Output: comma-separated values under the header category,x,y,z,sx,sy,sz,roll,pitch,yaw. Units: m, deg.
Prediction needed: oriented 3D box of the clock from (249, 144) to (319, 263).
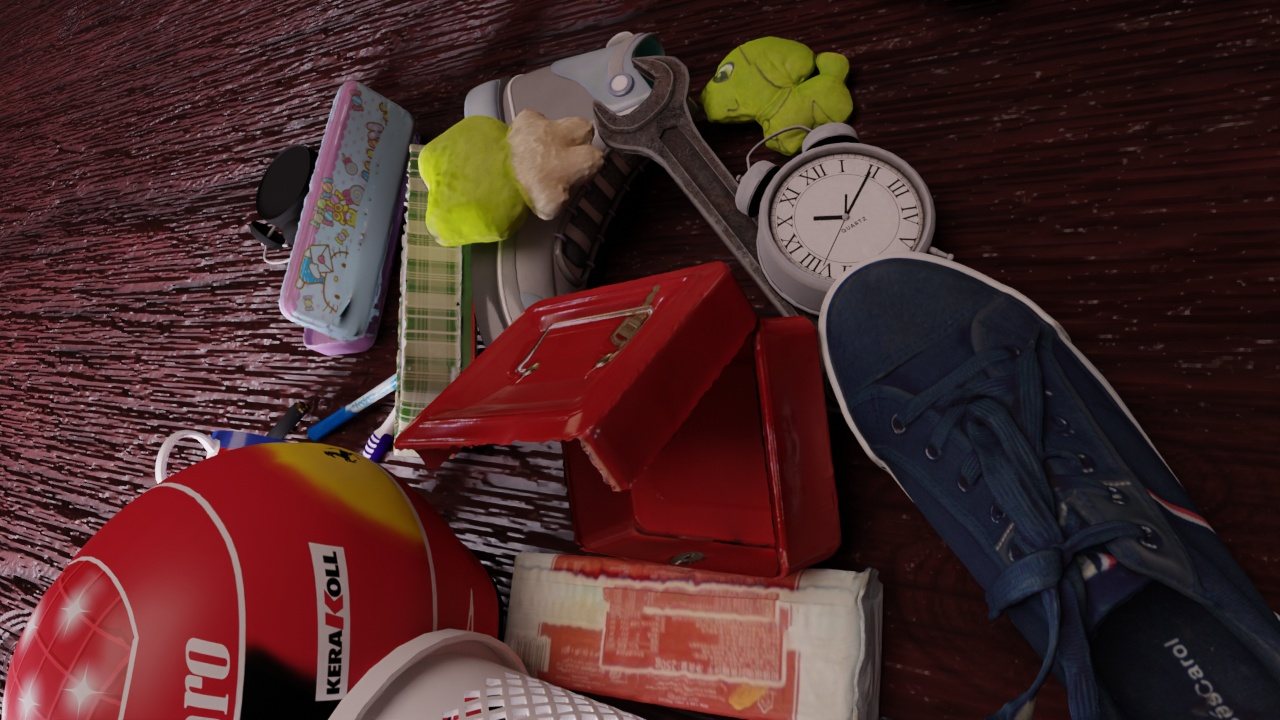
category,x,y,z,sx,sy,sz,roll,pitch,yaw
clock,-0.320,-0.145,0.857,0.091,0.042,0.120,5,75,37

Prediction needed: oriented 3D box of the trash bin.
category,x,y,z,sx,sy,sz,roll,pitch,yaw
trash bin,-0.022,0.236,0.406,0.200,0.195,0.195,3,73,27

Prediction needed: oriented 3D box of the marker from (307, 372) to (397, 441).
category,x,y,z,sx,sy,sz,roll,pitch,yaw
marker,-0.216,0.033,0.718,0.142,0.013,0.013,-28,57,32

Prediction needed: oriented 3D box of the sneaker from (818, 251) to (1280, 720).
category,x,y,z,sx,sy,sz,roll,pitch,yaw
sneaker,0.154,0.060,0.358,0.121,0.127,0.294,-39,59,13

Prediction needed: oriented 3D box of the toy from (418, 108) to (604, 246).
category,x,y,z,sx,sy,sz,roll,pitch,yaw
toy,-0.080,-0.117,0.565,0.118,0.043,0.092,-17,61,8

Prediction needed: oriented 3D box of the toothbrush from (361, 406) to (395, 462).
category,x,y,z,sx,sy,sz,roll,pitch,yaw
toothbrush,-0.201,0.063,0.702,0.015,0.016,0.187,38,96,42

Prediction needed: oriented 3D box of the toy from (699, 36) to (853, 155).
category,x,y,z,sx,sy,sz,roll,pitch,yaw
toy,0.085,-0.170,0.579,0.094,0.036,0.093,-27,61,18

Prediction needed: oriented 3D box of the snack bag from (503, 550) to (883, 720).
category,x,y,z,sx,sy,sz,roll,pitch,yaw
snack bag,0.019,0.146,0.495,0.226,0.041,0.077,-4,70,33

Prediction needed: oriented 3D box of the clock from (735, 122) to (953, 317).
category,x,y,z,sx,sy,sz,roll,pitch,yaw
clock,0.104,-0.080,0.499,0.094,0.035,0.122,-31,68,-5

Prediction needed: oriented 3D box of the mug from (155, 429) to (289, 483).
category,x,y,z,sx,sy,sz,roll,pitch,yaw
mug,-0.321,0.096,0.714,0.075,0.112,0.076,-6,68,39

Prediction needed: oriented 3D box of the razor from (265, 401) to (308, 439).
category,x,y,z,sx,sy,sz,roll,pitch,yaw
razor,-0.335,0.088,0.789,0.043,0.022,0.144,45,97,-4

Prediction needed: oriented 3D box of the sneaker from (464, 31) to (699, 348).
category,x,y,z,sx,sy,sz,roll,pitch,yaw
sneaker,-0.030,-0.103,0.609,0.161,0.093,0.256,-20,62,19

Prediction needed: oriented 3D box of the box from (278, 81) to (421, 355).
category,x,y,z,sx,sy,sz,roll,pitch,yaw
box,-0.252,-0.118,0.764,0.090,0.093,0.214,-4,69,34

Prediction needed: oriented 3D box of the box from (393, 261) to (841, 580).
category,x,y,z,sx,sy,sz,roll,pitch,yaw
box,0.007,0.043,0.463,0.158,0.165,0.151,-5,41,49

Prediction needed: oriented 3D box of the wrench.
category,x,y,z,sx,sy,sz,roll,pitch,yaw
wrench,0.056,-0.082,0.535,0.070,0.010,0.273,-34,67,0

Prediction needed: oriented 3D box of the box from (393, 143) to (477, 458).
category,x,y,z,sx,sy,sz,roll,pitch,yaw
box,-0.144,-0.043,0.644,0.118,0.050,0.205,114,155,-52

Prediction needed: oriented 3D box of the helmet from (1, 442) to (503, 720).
category,x,y,z,sx,sy,sz,roll,pitch,yaw
helmet,-0.209,0.178,0.495,0.198,0.224,0.271,21,96,37
